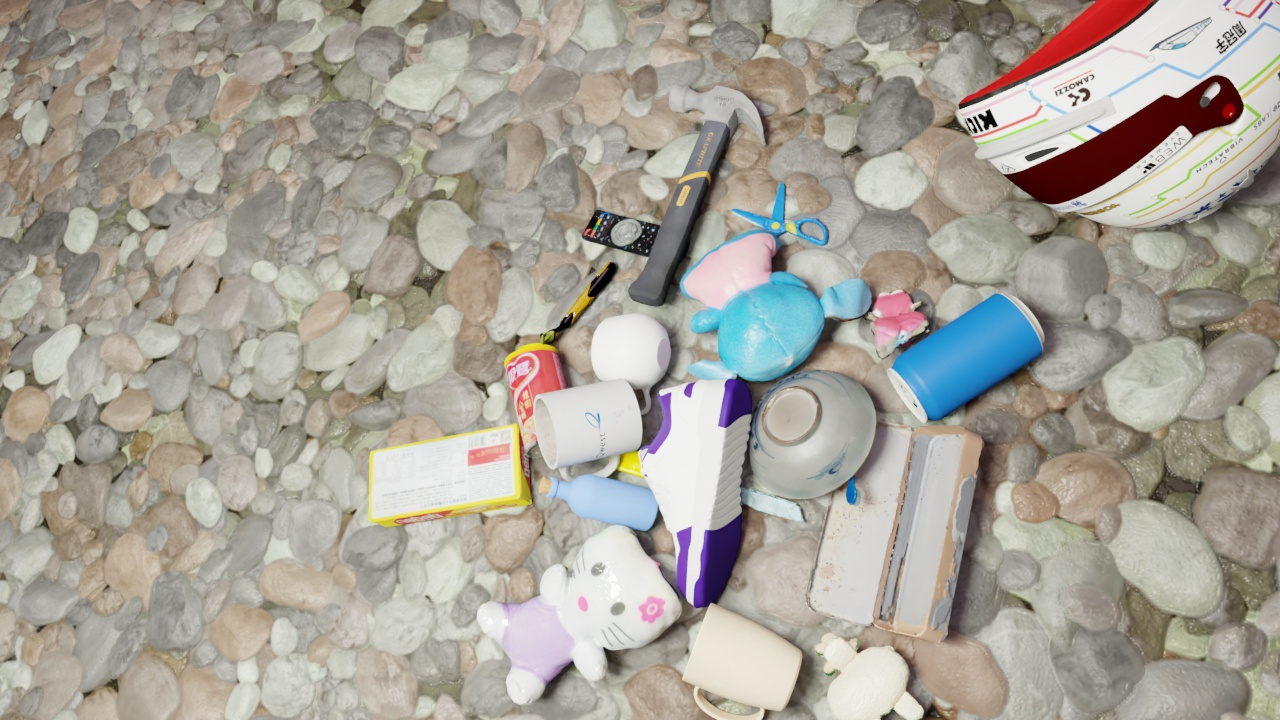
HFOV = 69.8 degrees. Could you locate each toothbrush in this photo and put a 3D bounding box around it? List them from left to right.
[{"bbox_3d":[0.228,0.091,0.971,0.021,0.016,0.132,-13,56,39],"label":"toothbrush"}]

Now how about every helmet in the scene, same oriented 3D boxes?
[{"bbox_3d":[0.500,-0.247,0.912,0.314,0.231,0.236,-37,99,-2],"label":"helmet"}]

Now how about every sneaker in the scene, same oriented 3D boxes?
[{"bbox_3d":[0.046,0.136,0.983,0.111,0.091,0.244,6,89,29],"label":"sneaker"}]

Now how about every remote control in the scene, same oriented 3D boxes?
[{"bbox_3d":[-0.006,-0.155,1.157,0.140,0.021,0.045,19,72,25],"label":"remote control"}]

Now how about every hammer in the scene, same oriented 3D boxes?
[{"bbox_3d":[0.055,-0.207,1.132,0.139,0.035,0.311,15,70,21],"label":"hammer"}]

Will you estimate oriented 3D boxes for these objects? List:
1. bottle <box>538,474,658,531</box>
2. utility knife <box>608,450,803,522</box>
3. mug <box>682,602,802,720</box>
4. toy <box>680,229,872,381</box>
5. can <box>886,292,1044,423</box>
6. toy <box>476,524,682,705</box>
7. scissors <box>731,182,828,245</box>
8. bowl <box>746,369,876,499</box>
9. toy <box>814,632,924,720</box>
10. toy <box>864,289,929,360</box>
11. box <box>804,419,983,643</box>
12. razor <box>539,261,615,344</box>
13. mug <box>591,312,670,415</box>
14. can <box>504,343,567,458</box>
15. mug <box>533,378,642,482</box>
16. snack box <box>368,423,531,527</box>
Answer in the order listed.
[{"bbox_3d":[-0.048,0.151,1.006,0.131,0.048,0.048,17,72,-20],"label":"bottle"},{"bbox_3d":[0.071,0.140,1.027,0.234,0.020,0.028,15,84,23],"label":"utility knife"},{"bbox_3d":[0.100,0.316,0.927,0.104,0.085,0.111,19,105,12],"label":"mug"},{"bbox_3d":[0.139,-0.067,1.041,0.224,0.099,0.191,-28,57,7],"label":"toy"},{"bbox_3d":[0.340,-0.003,0.959,0.146,0.079,0.079,-34,65,4],"label":"can"},{"bbox_3d":[-0.061,0.275,0.986,0.209,0.085,0.137,-32,67,6],"label":"toy"},{"bbox_3d":[0.163,-0.155,1.110,0.125,0.014,0.130,27,79,23],"label":"scissors"},{"bbox_3d":[0.170,0.068,0.976,0.151,0.056,0.150,-19,54,28],"label":"bowl"},{"bbox_3d":[0.221,0.316,0.899,0.087,0.050,0.112,-43,61,-1],"label":"toy"},{"bbox_3d":[0.284,-0.038,1.009,0.065,0.050,0.102,-22,30,17],"label":"toy"},{"bbox_3d":[0.260,0.167,0.941,0.157,0.071,0.216,6,73,33],"label":"box"},{"bbox_3d":[-0.079,-0.068,1.144,0.021,0.044,0.144,39,81,-1],"label":"razor"},{"bbox_3d":[-0.006,0.006,1.071,0.076,0.090,0.124,4,104,27],"label":"mug"},{"bbox_3d":[-0.118,0.047,1.094,0.067,0.066,0.124,-21,66,9],"label":"can"},{"bbox_3d":[-0.059,0.085,1.019,0.096,0.120,0.083,-11,28,-21],"label":"mug"},{"bbox_3d":[-0.231,0.141,1.111,0.201,0.042,0.092,-11,68,13],"label":"snack box"}]
